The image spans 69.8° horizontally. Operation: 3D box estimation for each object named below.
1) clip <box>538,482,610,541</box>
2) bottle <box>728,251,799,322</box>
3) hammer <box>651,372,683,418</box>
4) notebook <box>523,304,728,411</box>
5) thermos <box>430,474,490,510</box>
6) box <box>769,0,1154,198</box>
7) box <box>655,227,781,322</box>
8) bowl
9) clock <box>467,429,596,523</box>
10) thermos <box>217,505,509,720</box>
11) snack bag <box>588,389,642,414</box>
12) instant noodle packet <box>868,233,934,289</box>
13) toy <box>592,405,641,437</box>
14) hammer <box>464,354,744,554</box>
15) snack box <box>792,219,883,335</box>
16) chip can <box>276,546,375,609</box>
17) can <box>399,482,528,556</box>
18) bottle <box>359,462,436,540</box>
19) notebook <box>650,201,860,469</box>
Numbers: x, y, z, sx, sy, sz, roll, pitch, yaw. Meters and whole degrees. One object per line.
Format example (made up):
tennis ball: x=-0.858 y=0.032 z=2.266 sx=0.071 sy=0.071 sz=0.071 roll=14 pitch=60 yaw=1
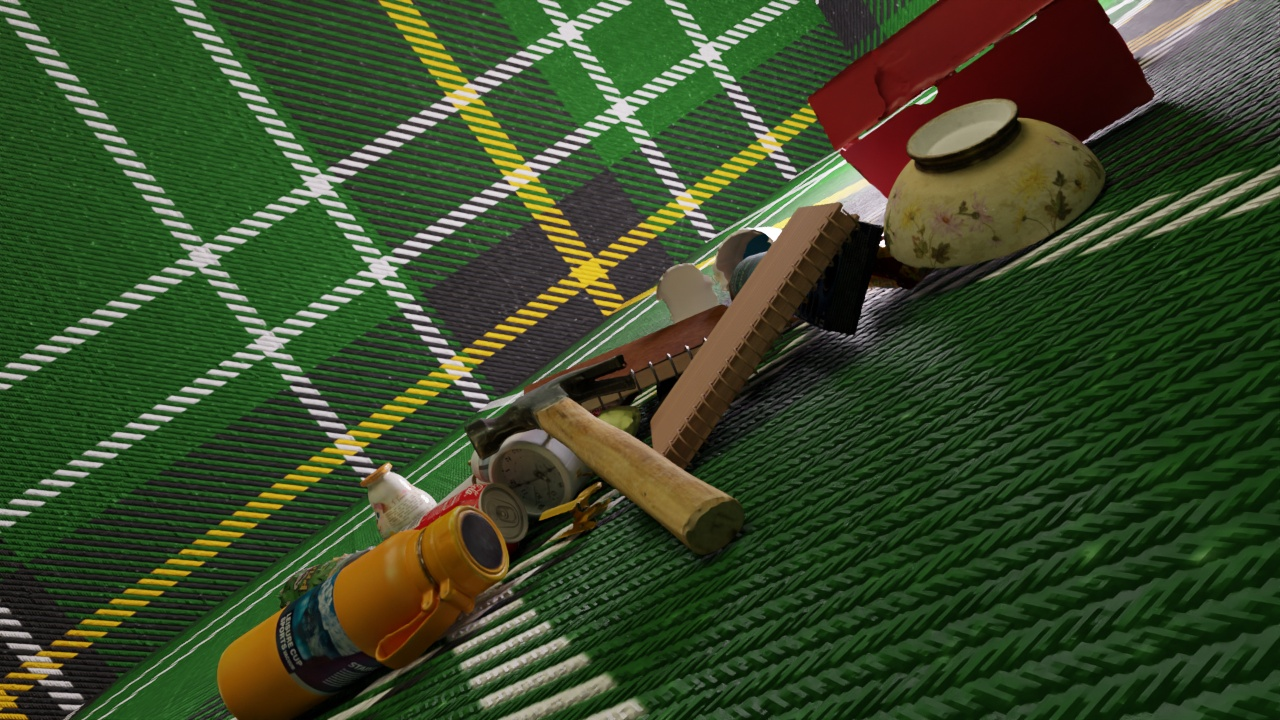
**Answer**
clip: x=-0.046 y=0.105 z=0.663 sx=0.054 sy=0.044 sz=0.049 roll=-30 pitch=33 yaw=51
bottle: x=0.123 y=-0.071 z=0.891 sx=0.068 sy=0.068 sz=0.157 roll=-36 pitch=6 yaw=-4
hammer: x=0.029 y=0.017 z=0.931 sx=0.127 sy=0.029 sz=0.323 roll=-35 pitch=7 yaw=4
notebook: x=-0.005 y=0.005 z=0.881 sx=0.225 sy=0.024 sz=0.167 roll=-23 pitch=11 yaw=-2
thermos: x=-0.146 y=0.131 z=0.894 sx=0.223 sy=0.052 sz=0.052 roll=-41 pitch=8 yaw=-40
box: x=0.161 y=-0.340 z=0.698 sx=0.216 sy=0.511 sz=0.140 roll=-32 pitch=23 yaw=34
box: x=0.100 y=-0.093 z=1.021 sx=0.143 sy=0.083 sz=0.137 roll=-23 pitch=-2 yaw=22
bowl: x=0.222 y=-0.128 z=0.607 sx=0.145 sy=0.063 sz=0.145 roll=-24 pitch=27 yaw=13
clock: x=-0.093 y=0.092 z=0.771 sx=0.118 sy=0.083 sz=0.056 roll=-31 pitch=14 yaw=30
thermos: x=-0.198 y=0.193 z=0.666 sx=0.233 sy=0.091 sz=0.076 roll=-33 pitch=-25 yaw=17
snack bag: x=-0.065 y=0.046 z=0.917 sx=0.158 sy=0.013 sz=0.056 roll=-13 pitch=22 yaw=32
instant noodle packet: x=0.225 y=-0.100 z=0.693 sx=0.135 sy=0.039 sz=0.099 roll=-36 pitch=5 yaw=-11
toy: x=-0.057 y=0.078 z=0.838 sx=0.135 sy=0.045 sz=0.091 roll=-26 pitch=8 yaw=26
hammer: x=-0.021 y=0.056 z=0.593 sx=0.132 sy=0.033 sz=0.331 roll=-28 pitch=17 yaw=-15
snack box: x=0.147 y=-0.068 z=0.707 sx=0.150 sy=0.027 sz=0.082 roll=-100 pitch=21 yaw=-83
chip can: x=-0.274 y=0.217 z=0.846 sx=0.075 sy=0.075 sz=0.224 roll=-40 pitch=8 yaw=-35
can: x=-0.145 y=0.144 z=0.741 sx=0.105 sy=0.064 sz=0.064 roll=-32 pitch=7 yaw=27
bottle: x=-0.238 y=0.157 z=0.929 sx=0.063 sy=0.109 sz=0.063 roll=-34 pitch=7 yaw=5
notebook: x=0.074 y=-0.020 z=0.665 sx=0.210 sy=0.022 sz=0.169 roll=-56 pitch=5 yaw=7
